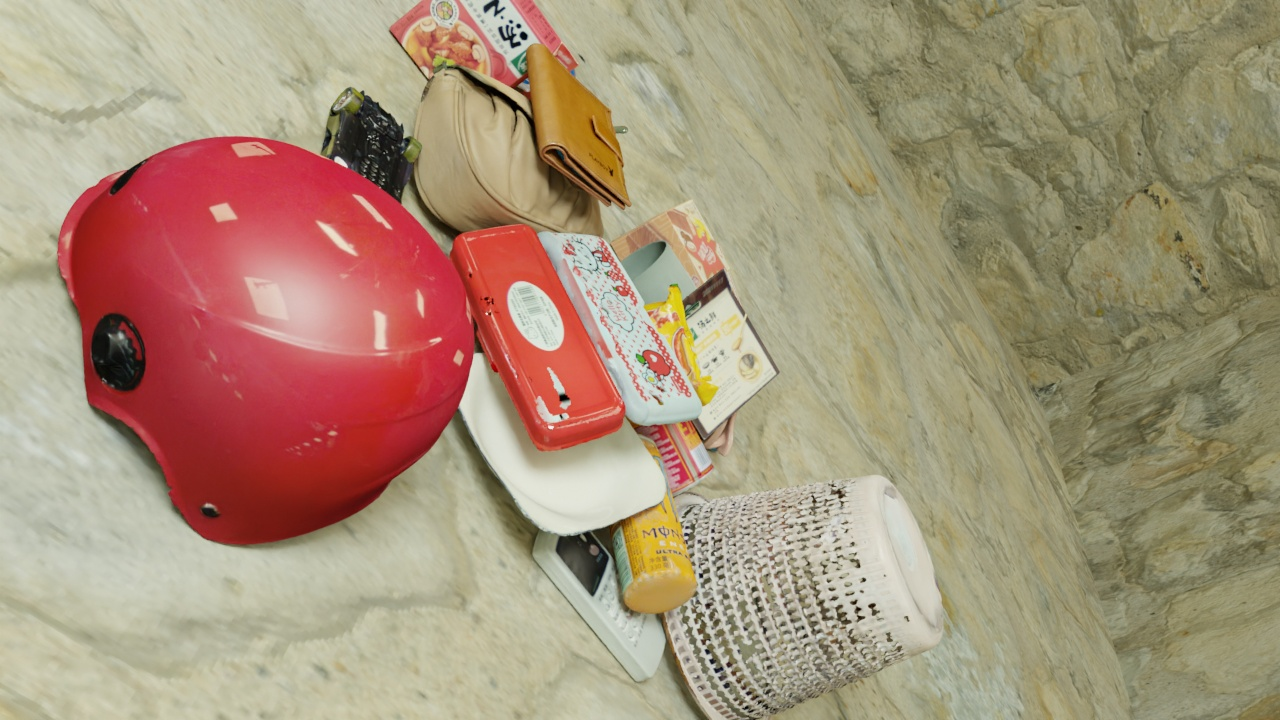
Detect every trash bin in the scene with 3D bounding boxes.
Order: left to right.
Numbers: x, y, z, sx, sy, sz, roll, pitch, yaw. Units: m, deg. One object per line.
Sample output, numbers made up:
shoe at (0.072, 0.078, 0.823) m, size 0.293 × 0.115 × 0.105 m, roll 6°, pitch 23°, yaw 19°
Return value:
trash bin at (0.149, 0.198, 0.811) m, size 0.227 × 0.192 × 0.227 m, roll 46°, pitch 31°, yaw -39°

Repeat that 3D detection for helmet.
helmet at (-0.188, -0.035, 0.515) m, size 0.240 × 0.144 × 0.206 m, roll 59°, pitch 30°, yaw -6°

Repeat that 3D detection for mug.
mug at (0.010, -0.046, 0.938) m, size 0.103 × 0.084 × 0.123 m, roll 53°, pitch 57°, yaw -22°

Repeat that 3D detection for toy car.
toy car at (-0.206, -0.139, 0.675) m, size 0.070 × 0.042 × 0.157 m, roll 39°, pitch 35°, yaw -37°

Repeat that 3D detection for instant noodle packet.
instant noodle packet at (-0.005, 0.005, 0.800) m, size 0.044 × 0.129 × 0.110 m, roll 23°, pitch 47°, yaw -63°

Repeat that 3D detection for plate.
plate at (-0.068, 0.063, 0.713) m, size 0.163 × 0.034 × 0.164 m, roll -7°, pitch 57°, yaw -51°

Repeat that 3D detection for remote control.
remote control at (-0.029, 0.183, 0.724) m, size 0.150 × 0.021 × 0.058 m, roll 55°, pitch 29°, yaw -18°

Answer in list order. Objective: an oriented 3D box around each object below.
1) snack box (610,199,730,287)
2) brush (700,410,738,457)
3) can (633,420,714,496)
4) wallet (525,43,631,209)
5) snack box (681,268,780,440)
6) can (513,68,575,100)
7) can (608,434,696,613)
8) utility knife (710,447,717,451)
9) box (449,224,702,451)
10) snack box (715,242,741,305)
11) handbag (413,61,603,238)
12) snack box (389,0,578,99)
snack box at (0.035, -0.116, 1.027) m, size 0.094 × 0.077 × 0.092 m, roll 61°, pitch 28°, yaw -5°
brush at (0.078, 0.029, 0.977) m, size 0.073 × 0.063 × 0.145 m, roll 31°, pitch 52°, yaw -31°
can at (0.019, 0.074, 0.848) m, size 0.094 × 0.067 × 0.066 m, roll 62°, pitch 28°, yaw -2°
wallet at (-0.052, -0.198, 0.800) m, size 0.119 × 0.035 × 0.130 m, roll 28°, pitch 39°, yaw -43°
snack box at (0.062, -0.006, 0.893) m, size 0.113 × 0.053 × 0.125 m, roll -39°, pitch 105°, yaw -24°
can at (-0.111, -0.277, 0.942) m, size 0.053 × 0.053 × 0.134 m, roll 54°, pitch 29°, yaw -18°
can at (0.002, 0.132, 0.753) m, size 0.058 × 0.058 × 0.145 m, roll 38°, pitch 25°, yaw -39°
utility knife at (0.080, 0.018, 1.054) m, size 0.034 × 0.018 × 0.207 m, roll 40°, pitch 34°, yaw -36°
box at (-0.050, -0.027, 0.725) m, size 0.160 × 0.050 × 0.201 m, roll -10°, pitch 58°, yaw -33°
snack box at (0.100, -0.085, 1.154) m, size 0.077 × 0.027 × 0.155 m, roll 22°, pitch 47°, yaw -62°
handbag at (-0.106, -0.170, 0.809) m, size 0.204 × 0.100 × 0.147 m, roll 12°, pitch 60°, yaw -61°
snack box at (-0.141, -0.284, 0.833) m, size 0.127 × 0.113 × 0.044 m, roll 51°, pitch 27°, yaw -22°
